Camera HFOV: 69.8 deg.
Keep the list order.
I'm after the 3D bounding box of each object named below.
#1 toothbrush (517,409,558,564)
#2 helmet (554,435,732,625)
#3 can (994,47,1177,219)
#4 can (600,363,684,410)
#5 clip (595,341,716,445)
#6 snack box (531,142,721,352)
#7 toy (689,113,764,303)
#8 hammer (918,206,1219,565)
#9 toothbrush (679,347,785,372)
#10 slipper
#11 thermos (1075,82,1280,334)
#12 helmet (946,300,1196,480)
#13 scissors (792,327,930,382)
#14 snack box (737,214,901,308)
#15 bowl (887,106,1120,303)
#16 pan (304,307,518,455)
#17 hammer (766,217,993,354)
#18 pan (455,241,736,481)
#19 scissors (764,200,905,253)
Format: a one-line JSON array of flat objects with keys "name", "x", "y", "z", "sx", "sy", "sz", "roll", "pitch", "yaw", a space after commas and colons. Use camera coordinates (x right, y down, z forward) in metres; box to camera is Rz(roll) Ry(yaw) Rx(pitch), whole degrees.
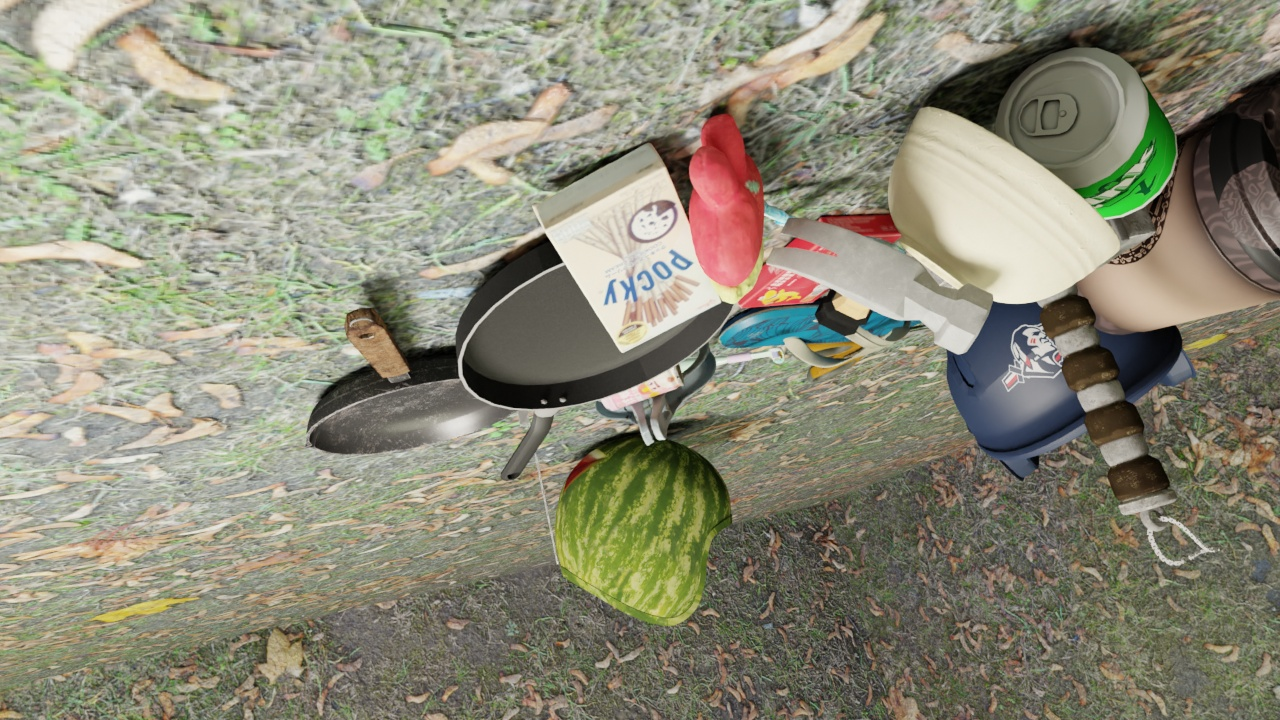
[{"name": "toothbrush", "x": -0.108, "y": 0.122, "z": 0.946, "sx": 0.010, "sy": 0.181, "sz": 0.010, "roll": -10, "pitch": 158, "yaw": -11}, {"name": "helmet", "x": 0.001, "y": 0.226, "z": 1.304, "sx": 0.243, "sy": 0.246, "sz": 0.213, "roll": 33, "pitch": 166, "yaw": -15}, {"name": "can", "x": 0.299, "y": -0.147, "z": 0.611, "sx": 0.088, "sy": 0.087, "sz": 0.139, "roll": -27, "pitch": 161, "yaw": 34}, {"name": "can", "x": -0.005, "y": 0.005, "z": 0.860, "sx": 0.076, "sy": 0.067, "sz": 0.067, "roll": -19, "pitch": 164, "yaw": 7}, {"name": "clip", "x": 0.017, "y": 0.023, "z": 0.923, "sx": 0.165, "sy": 0.032, "sz": 0.165, "roll": -38, "pitch": -152, "yaw": -30}, {"name": "snack box", "x": -0.004, "y": -0.067, "z": 0.597, "sx": 0.082, "sy": 0.026, "sz": 0.150, "roll": -28, "pitch": 146, "yaw": 3}, {"name": "toy", "x": 0.053, "y": -0.090, "z": 0.565, "sx": 0.045, "sy": 0.091, "sz": 0.135, "roll": -2, "pitch": 152, "yaw": 13}, {"name": "hammer", "x": 0.343, "y": -0.001, "z": 0.708, "sx": 0.176, "sy": 0.326, "sz": 0.080, "roll": -11, "pitch": 163, "yaw": -19}, {"name": "toothbrush", "x": 0.076, "y": 0.002, "z": 0.967, "sx": 0.155, "sy": 0.015, "sz": 0.022, "roll": -8, "pitch": 132, "yaw": 27}, {"name": "slipper", "x": 0.214, "y": -0.027, "z": 0.987, "sx": 0.294, "sy": 0.060, "sz": 0.118, "roll": -6, "pitch": 165, "yaw": -30}, {"name": "thermos", "x": 0.488, "y": -0.114, "z": 0.789, "sx": 0.172, "sy": 0.172, "sz": 0.227, "roll": -10, "pitch": 169, "yaw": -21}, {"name": "helmet", "x": 0.444, "y": 0.002, "z": 0.986, "sx": 0.233, "sy": 0.223, "sz": 0.271, "roll": -38, "pitch": -166, "yaw": 19}, {"name": "scissors", "x": 0.271, "y": -0.014, "z": 1.162, "sx": 0.225, "sy": 0.016, "sz": 0.230, "roll": -10, "pitch": 163, "yaw": -23}, {"name": "snack box", "x": 0.153, "y": -0.084, "z": 0.798, "sx": 0.089, "sy": 0.021, "sz": 0.133, "roll": -7, "pitch": 162, "yaw": -30}, {"name": "bowl", "x": 0.217, "y": -0.086, "z": 0.588, "sx": 0.075, "sy": 0.151, "sz": 0.150, "roll": -54, "pitch": 154, "yaw": 11}, {"name": "pan", "x": -0.197, "y": 0.016, "z": 0.765, "sx": 0.207, "sy": 0.040, "sz": 0.357, "roll": -14, "pitch": 163, "yaw": -9}, {"name": "hammer", "x": 0.162, "y": -0.046, "z": 0.692, "sx": 0.131, "sy": 0.039, "sz": 0.328, "roll": 27, "pitch": -178, "yaw": 8}, {"name": "pan", "x": -0.059, "y": 0.006, "z": 0.755, "sx": 0.224, "sy": 0.034, "sz": 0.358, "roll": -5, "pitch": 149, "yaw": -31}, {"name": "scissors", "x": 0.127, "y": -0.091, "z": 0.645, "sx": 0.134, "sy": 0.011, "sz": 0.140, "roll": 18, "pitch": -174, "yaw": -39}]
